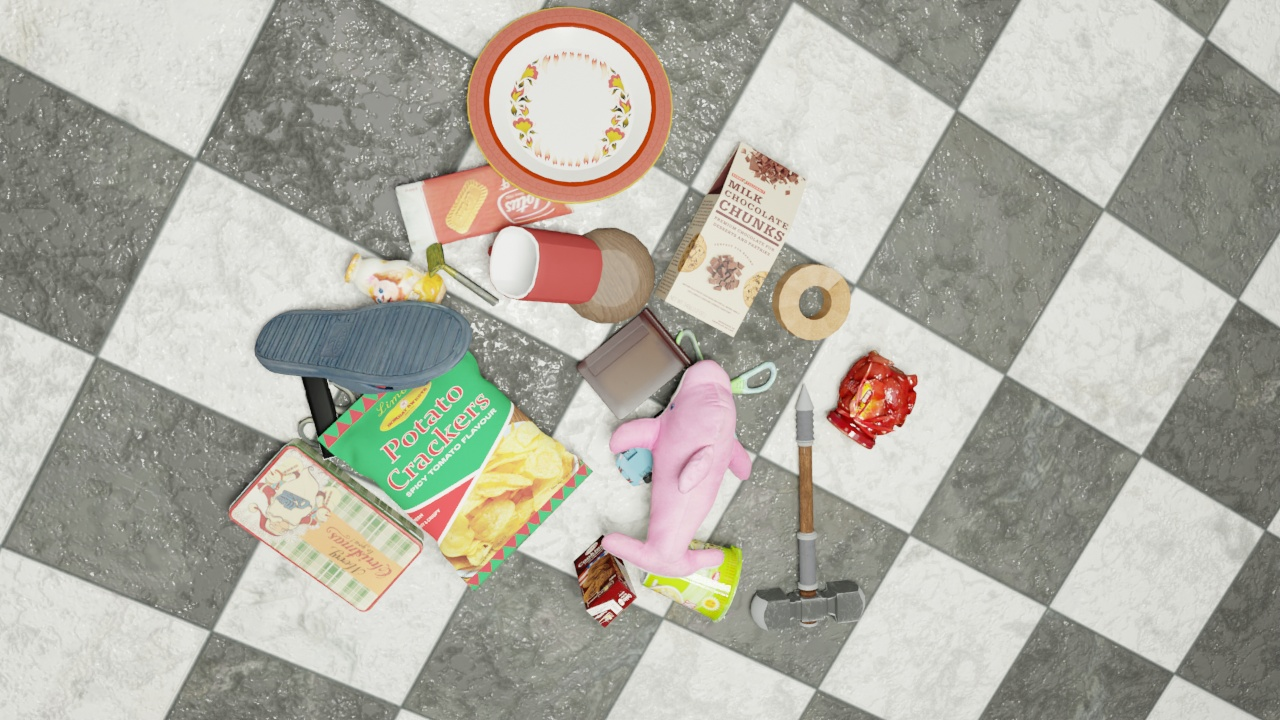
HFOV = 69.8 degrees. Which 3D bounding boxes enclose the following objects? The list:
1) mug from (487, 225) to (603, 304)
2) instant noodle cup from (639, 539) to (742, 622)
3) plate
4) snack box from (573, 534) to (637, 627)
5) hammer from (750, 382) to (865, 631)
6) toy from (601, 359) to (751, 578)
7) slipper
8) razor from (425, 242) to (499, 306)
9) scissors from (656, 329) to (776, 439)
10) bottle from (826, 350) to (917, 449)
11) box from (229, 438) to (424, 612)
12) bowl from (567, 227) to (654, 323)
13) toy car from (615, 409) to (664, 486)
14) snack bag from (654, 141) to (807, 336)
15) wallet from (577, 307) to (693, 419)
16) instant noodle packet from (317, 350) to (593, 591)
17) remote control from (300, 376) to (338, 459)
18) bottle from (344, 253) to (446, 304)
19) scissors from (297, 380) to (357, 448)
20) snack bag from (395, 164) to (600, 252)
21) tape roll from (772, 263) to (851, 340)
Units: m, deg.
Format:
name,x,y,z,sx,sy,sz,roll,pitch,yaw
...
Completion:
name,x,y,z,sx,sy,sz,roll,pitch,yaw
mug,-0.117,-0.112,1.045,0.096,0.116,0.080,0,109,-48
instant noodle cup,0.060,0.266,1.156,0.108,0.099,0.099,20,97,-5
plate,-0.079,-0.286,1.036,0.229,0.021,0.229,1,83,-6
snack box,-0.045,0.263,1.108,0.051,0.141,0.032,-43,104,0
hammer,0.216,0.190,1.194,0.156,0.043,0.322,-4,99,-9
toy,0.057,0.130,1.070,0.186,0.128,0.265,13,92,-14
slipper,-0.302,-0.004,1.021,0.264,0.082,0.101,1,59,18
razor,-0.202,-0.092,1.056,0.026,0.042,0.106,-37,135,16
scissors,0.094,0.037,1.145,0.172,0.021,0.171,-27,100,-17
bottle,0.292,0.049,1.146,0.099,0.099,0.111,33,100,-14
box,-0.368,0.195,1.088,0.205,0.050,0.117,43,92,-15
bowl,-0.037,-0.100,1.097,0.118,0.030,0.118,-2,101,-9
toy car,0.015,0.108,1.143,0.107,0.027,0.060,-41,99,-13
snack bag,0.111,-0.145,1.093,0.094,0.070,0.206,27,95,-14
wallet,-0.007,0.006,1.118,0.115,0.018,0.091,-39,88,-2
instant noodle packet,-0.212,0.111,1.070,0.195,0.090,0.252,-45,96,-8
remote control,-0.370,0.053,1.063,0.028,0.012,0.124,-14,97,-11
bottle,-0.278,-0.085,1.041,0.108,0.063,0.063,22,96,-13
scissors,-0.325,0.085,1.092,0.169,0.012,0.132,45,85,-16
snack bag,-0.162,-0.187,1.055,0.225,0.041,0.077,-15,101,-6
tape roll,0.213,-0.073,1.146,0.094,0.027,0.094,-2,101,-9
